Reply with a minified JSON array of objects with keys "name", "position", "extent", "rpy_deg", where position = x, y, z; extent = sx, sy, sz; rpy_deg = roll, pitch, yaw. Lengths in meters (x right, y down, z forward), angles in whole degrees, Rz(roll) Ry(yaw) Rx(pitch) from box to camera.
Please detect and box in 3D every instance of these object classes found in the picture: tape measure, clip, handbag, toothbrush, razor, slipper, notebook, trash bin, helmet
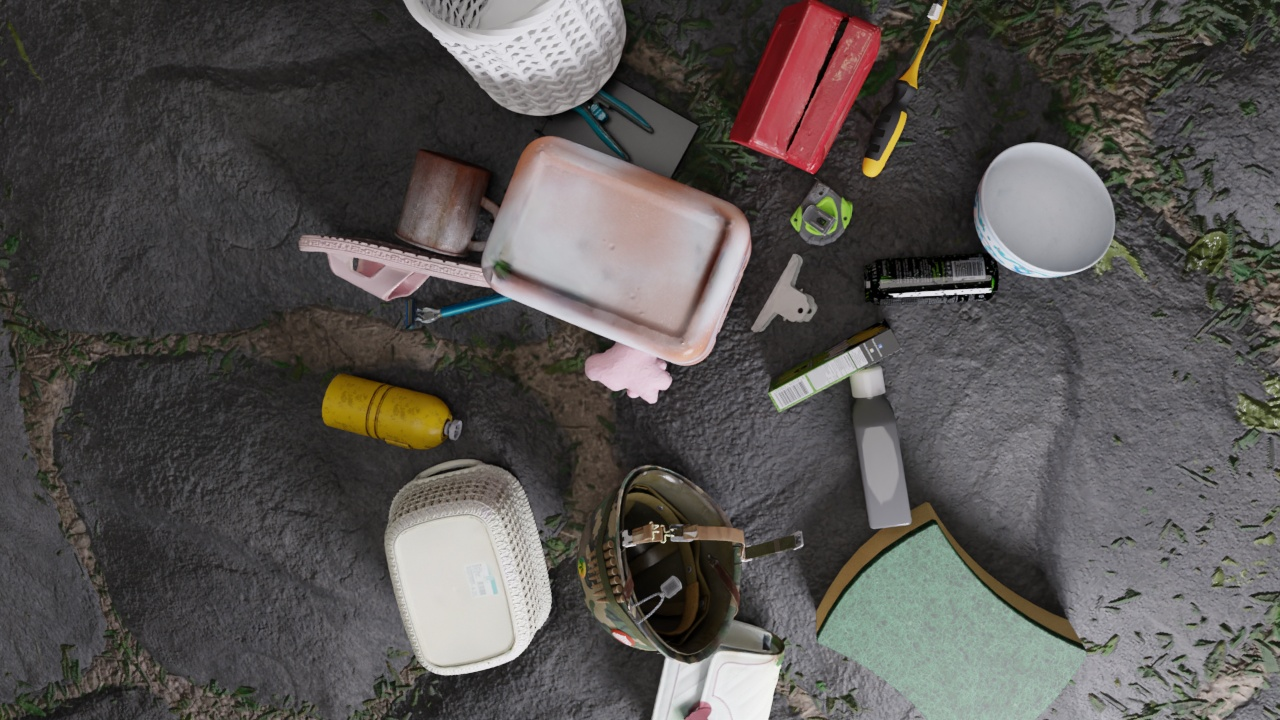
[{"name":"tape measure","position":[0.202,-0.160,1.021],"extent":[0.058,0.035,0.066],"rpy_deg":[31,104,3]},{"name":"clip","position":[0.175,-0.066,1.054],"extent":[0.054,0.040,0.102],"rpy_deg":[35,107,24]},{"name":"handbag","position":[0.087,0.422,1.121],"extent":[0.142,0.096,0.198],"rpy_deg":[12,101,7]},{"name":"toothbrush","position":[0.285,-0.292,0.986],"extent":[0.030,0.031,0.197],"rpy_deg":[14,102,-38]},{"name":"razor","position":[-0.221,-0.066,1.130],"extent":[0.144,0.022,0.042],"rpy_deg":[-10,62,9]},{"name":"slipper","position":[-0.288,-0.104,1.099],"extent":[0.239,0.094,0.064],"rpy_deg":[11,98,3]},{"name":"notebook","position":[-0.060,-0.210,1.072],"extent":[0.169,0.019,0.232],"rpy_deg":[30,104,3]},{"name":"trash bin","position":[-0.024,-0.114,0.982],"extent":[0.260,0.157,0.181],"rpy_deg":[23,93,6]},{"name":"helmet","position":[0.035,0.227,1.034],"extent":[0.237,0.192,0.224],"rpy_deg":[-47,45,31]}]

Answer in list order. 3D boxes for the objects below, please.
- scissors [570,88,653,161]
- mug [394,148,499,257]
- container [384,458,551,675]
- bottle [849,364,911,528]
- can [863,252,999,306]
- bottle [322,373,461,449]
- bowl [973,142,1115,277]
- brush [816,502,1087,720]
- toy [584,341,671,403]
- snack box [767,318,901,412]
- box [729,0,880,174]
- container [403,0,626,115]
[{"name":"scissors","position":[-0.052,-0.284,1.035],"extent":[0.130,0.019,0.150],"rpy_deg":[-4,94,4]},{"name":"mug","position":[-0.215,-0.179,1.073],"extent":[0.123,0.096,0.110],"rpy_deg":[18,107,-1]},{"name":"container","position":[-0.214,0.259,1.125],"extent":[0.185,0.143,0.251],"rpy_deg":[-13,98,-1]},{"name":"bottle","position":[0.266,0.092,1.032],"extent":[0.046,0.083,0.174],"rpy_deg":[-9,97,12]},{"name":"can","position":[0.316,-0.088,1.003],"extent":[0.138,0.054,0.054],"rpy_deg":[-2,100,11]},{"name":"bottle","position":[-0.305,0.069,1.145],"extent":[0.164,0.071,0.071],"rpy_deg":[13,102,8]},{"name":"bowl","position":[0.403,-0.144,0.954],"extent":[0.144,0.074,0.143],"rpy_deg":[3,73,-9]},{"name":"brush","position":[0.350,0.313,1.059],"extent":[0.250,0.075,0.195],"rpy_deg":[40,105,2]},{"name":"toy","position":[-0.006,0.006,1.083],"extent":[0.096,0.052,0.099],"rpy_deg":[44,98,9]},{"name":"snack box","position":[0.215,0.005,1.026],"extent":[0.148,0.080,0.025],"rpy_deg":[-29,94,14]},{"name":"box","position":[0.166,-0.286,0.958],"extent":[0.117,0.135,0.157],"rpy_deg":[27,103,3]},{"name":"container","position":[-0.125,-0.375,0.944],"extent":[0.189,0.186,0.189],"rpy_deg":[-2,82,12]}]
